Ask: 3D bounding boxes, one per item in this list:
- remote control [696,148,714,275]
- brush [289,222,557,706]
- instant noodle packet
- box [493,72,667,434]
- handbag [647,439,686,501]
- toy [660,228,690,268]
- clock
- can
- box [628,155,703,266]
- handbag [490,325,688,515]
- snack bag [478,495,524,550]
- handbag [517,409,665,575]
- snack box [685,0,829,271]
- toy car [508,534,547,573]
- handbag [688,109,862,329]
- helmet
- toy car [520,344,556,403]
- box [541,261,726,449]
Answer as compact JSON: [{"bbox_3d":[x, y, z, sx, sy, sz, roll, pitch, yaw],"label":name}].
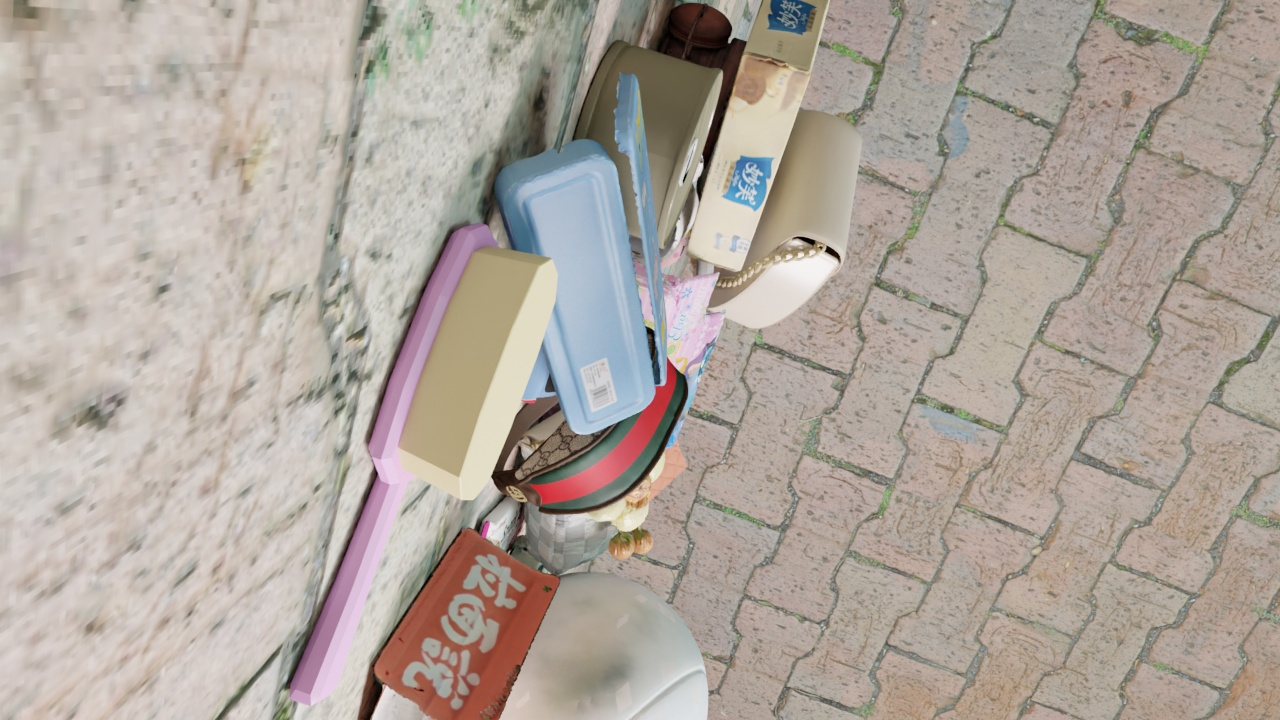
[{"bbox_3d":[0.064,-0.148,0.924,0.074,0.019,0.150,91,1,-48],"label":"remote control"},{"bbox_3d":[-0.097,0.050,0.424,0.089,0.043,0.228,87,22,-81],"label":"brush"},{"bbox_3d":[-0.157,0.254,0.651,0.221,0.084,0.164,-60,-177,25],"label":"instant noodle packet"},{"bbox_3d":[-0.013,-0.049,0.526,0.120,0.049,0.210,-47,149,-27],"label":"box"},{"bbox_3d":[-0.031,0.126,1.000,0.171,0.060,0.109,-39,128,-25],"label":"handbag"},{"bbox_3d":[0.013,-0.151,0.954,0.132,0.097,0.124,-53,176,18],"label":"toy"},{"bbox_3d":[0.046,-0.247,0.822,0.158,0.072,0.120,100,9,-74],"label":"clock"},{"bbox_3d":[0.002,-0.151,0.641,0.128,0.073,0.128,23,86,-87],"label":"can"},{"bbox_3d":[0.015,-0.155,0.808,0.144,0.083,0.136,-64,179,29],"label":"box"},{"bbox_3d":[-0.042,0.038,0.670,0.063,0.139,0.166,59,40,-30],"label":"handbag"},{"bbox_3d":[-0.123,0.151,0.821,0.196,0.016,0.070,-46,153,-82],"label":"snack bag"},{"bbox_3d":[-0.041,0.120,0.817,0.112,0.123,0.172,-33,142,-38],"label":"handbag"},{"bbox_3d":[0.099,-0.202,0.777,0.208,0.055,0.152,105,4,-50],"label":"snack box"},{"bbox_3d":[-0.120,0.213,0.957,0.105,0.048,0.033,-63,168,-65],"label":"toy car"},{"bbox_3d":[0.142,-0.140,0.950,0.209,0.103,0.210,-29,-137,58],"label":"handbag"},{"bbox_3d":[-0.064,0.293,0.802,0.263,0.236,0.164,-24,137,-32],"label":"helmet"},{"bbox_3d":[-0.048,-0.044,0.589,0.056,0.055,0.153,-60,168,-73],"label":"toy car"},{"bbox_3d":[-0.002,0.014,0.850,0.066,0.158,0.231,-108,-150,-48],"label":"box"}]
